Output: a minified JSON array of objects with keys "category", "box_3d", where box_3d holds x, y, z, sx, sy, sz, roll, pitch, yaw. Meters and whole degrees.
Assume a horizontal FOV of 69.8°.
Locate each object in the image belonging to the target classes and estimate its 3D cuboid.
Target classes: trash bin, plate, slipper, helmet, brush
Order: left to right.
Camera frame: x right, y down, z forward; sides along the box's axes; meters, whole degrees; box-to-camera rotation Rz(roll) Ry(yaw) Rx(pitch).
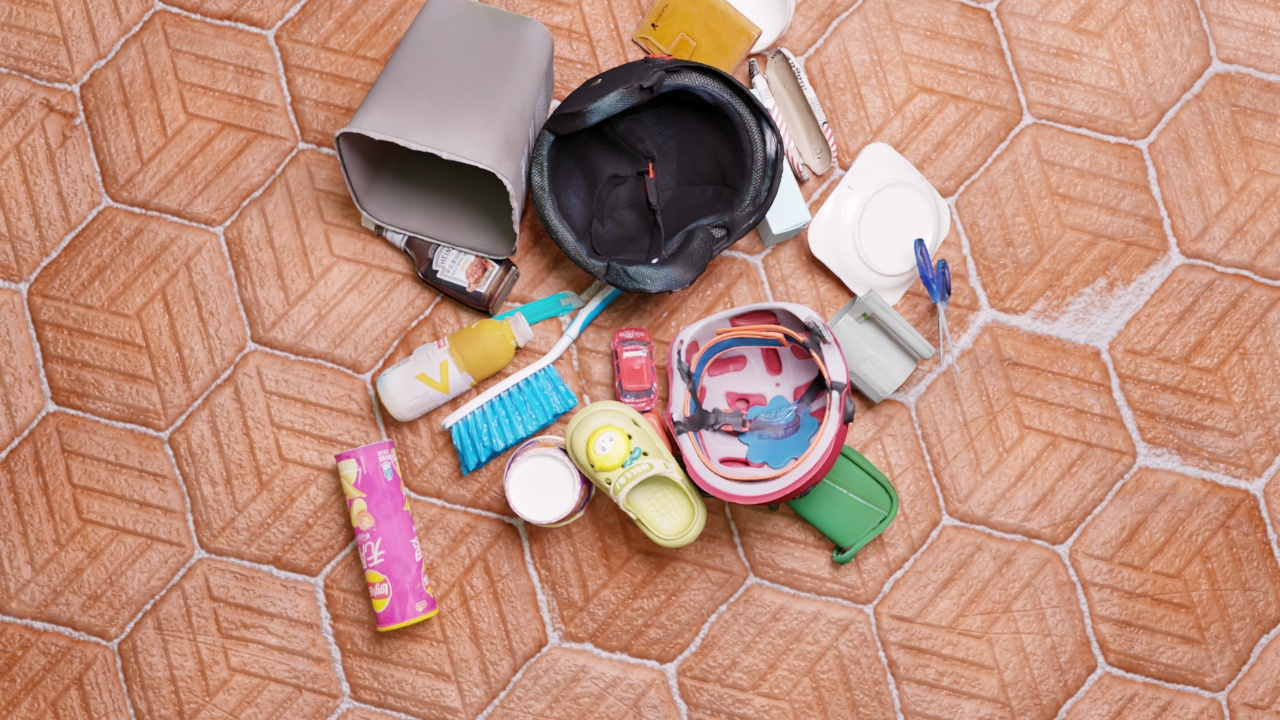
[{"category":"trash bin","box_3d":[-0.199,-0.264,1.029,0.198,0.199,0.219,17,68,0]},{"category":"brush","box_3d":[-0.103,0.010,1.095,0.314,0.060,0.109,-32,84,-5]},{"category":"slipper","box_3d":[0.000,0.123,0.993,0.091,0.081,0.190,-42,91,-5]},{"category":"helmet","box_3d":[0.014,-0.215,1.014,0.275,0.229,0.234,-15,116,6]},{"category":"helmet","box_3d":[0.143,0.063,1.029,0.207,0.144,0.239,-12,61,22]},{"category":"plate","box_3d":[0.292,-0.157,1.087,0.163,0.034,0.164,37,87,-22]}]

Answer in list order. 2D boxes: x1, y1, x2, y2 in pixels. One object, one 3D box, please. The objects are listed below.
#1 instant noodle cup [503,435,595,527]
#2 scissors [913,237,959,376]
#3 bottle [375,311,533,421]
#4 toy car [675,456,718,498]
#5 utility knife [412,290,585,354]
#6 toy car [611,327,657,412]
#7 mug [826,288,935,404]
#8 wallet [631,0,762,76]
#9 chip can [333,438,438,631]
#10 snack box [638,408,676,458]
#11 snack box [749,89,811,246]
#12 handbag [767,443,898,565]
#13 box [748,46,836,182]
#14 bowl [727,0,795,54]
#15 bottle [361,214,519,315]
[{"category":"instant noodle cup","box_3d":[-0.109,0.141,1.062,0.111,0.099,0.111,0,85,-1]},{"category":"scissors","box_3d":[0.348,-0.068,1.068,0.012,0.161,0.176,-13,115,31]},{"category":"bottle","box_3d":[-0.216,0.003,1.079,0.189,0.068,0.068,-29,87,1]},{"category":"toy car","box_3d":[0.087,0.140,1.097,0.105,0.032,0.048,3,86,11]},{"category":"utility knife","box_3d":[-0.174,-0.040,1.114,0.221,0.013,0.029,-21,86,-1]},{"category":"toy car","box_3d":[-0.006,0.006,1.073,0.053,0.045,0.120,-4,46,-4]},{"category":"mug","box_3d":[0.271,-0.018,1.065,0.103,0.124,0.083,43,61,0]},{"category":"wallet","box_3d":[0.064,-0.390,1.114,0.130,0.035,0.119,42,115,7]},{"category":"chip can","box_3d":[-0.297,0.202,1.069,0.071,0.071,0.210,-15,87,-2]},{"category":"snack box","box_3d":[-0.008,0.099,1.074,0.091,0.080,0.082,-26,86,-2]},{"category":"snack box","box_3d":[0.144,-0.229,1.098,0.051,0.074,0.175,-22,87,-1]},{"category":"handbag","box_3d":[0.227,0.160,1.084,0.131,0.068,0.120,39,94,1]},{"category":"box","box_3d":[0.191,-0.300,1.110,0.081,0.075,0.163,-27,85,9]},{"category":"bowl","box_3d":[0.138,-0.434,1.108,0.113,0.062,0.114,17,125,25]},{"category":"bottle","box_3d":[-0.244,-0.130,1.105,0.195,0.044,0.079,30,83,2]}]
